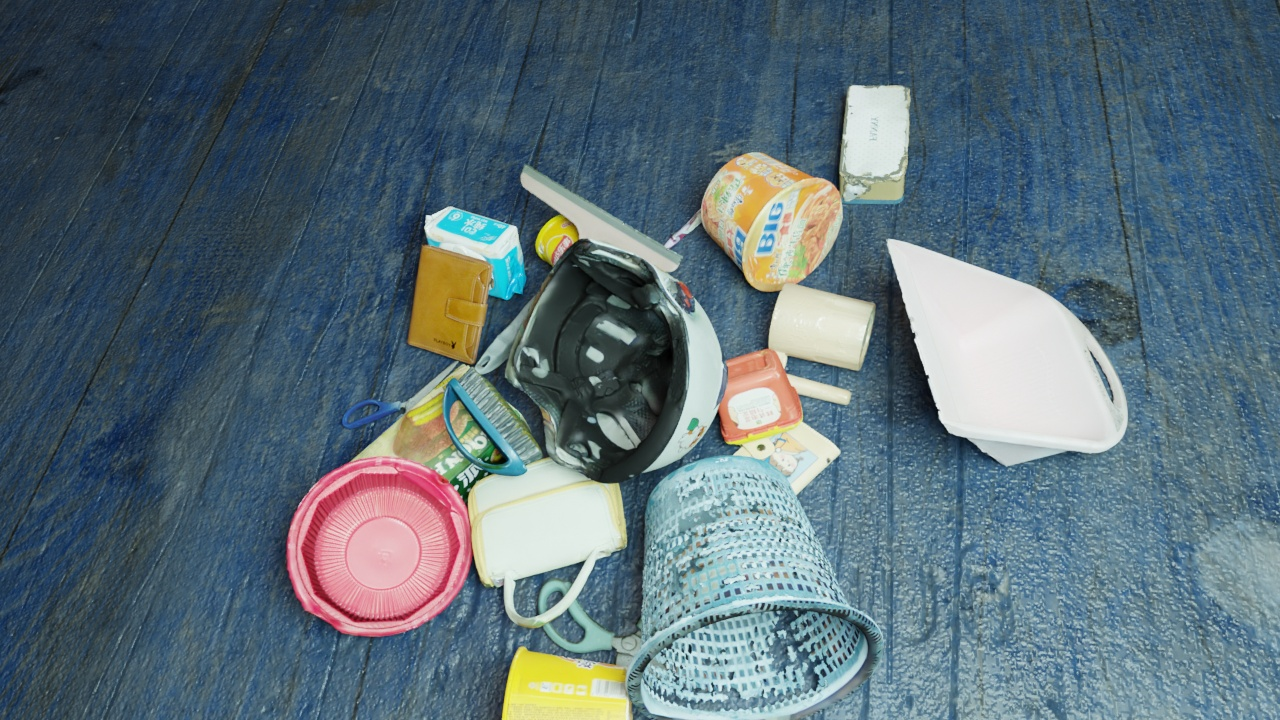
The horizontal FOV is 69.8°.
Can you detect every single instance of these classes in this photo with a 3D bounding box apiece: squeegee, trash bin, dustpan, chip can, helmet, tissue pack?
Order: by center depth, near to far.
[{"bbox_3d":[0.089,0.207,0.862,0.226,0.227,0.194,-13,44,4],"label":"trash bin"},{"bbox_3d":[0.382,-0.012,0.926,0.139,0.273,0.222,-25,56,26],"label":"dustpan"},{"bbox_3d":[-0.006,0.006,0.980,0.274,0.156,0.230,44,113,37],"label":"helmet"},{"bbox_3d":[-0.117,-0.080,1.106,0.248,0.040,0.249,34,82,20],"label":"squeegee"},{"bbox_3d":[-0.043,-0.101,1.151,0.072,0.072,0.213,-40,59,-13],"label":"chip can"},{"bbox_3d":[-0.216,-0.138,1.197,0.140,0.090,0.063,19,50,22],"label":"tissue pack"}]

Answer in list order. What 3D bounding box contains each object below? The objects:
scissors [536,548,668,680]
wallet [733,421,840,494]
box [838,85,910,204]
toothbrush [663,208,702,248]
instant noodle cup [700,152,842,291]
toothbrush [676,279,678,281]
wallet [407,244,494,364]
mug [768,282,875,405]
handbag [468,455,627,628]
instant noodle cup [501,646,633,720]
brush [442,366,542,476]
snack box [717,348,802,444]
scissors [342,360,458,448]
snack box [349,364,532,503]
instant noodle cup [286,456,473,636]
[{"bbox_3d":[-0.014,0.252,0.955,0.170,0.019,0.179,32,68,29],"label":"scissors"},{"bbox_3d":[0.148,0.111,1.005,0.115,0.024,0.087,-40,60,-17],"label":"wallet"},{"bbox_3d":[0.307,-0.289,1.202,0.090,0.059,0.183,6,58,15],"label":"box"},{"bbox_3d":[0.049,-0.167,1.203,0.187,0.017,0.016,-43,60,-14],"label":"toothbrush"},{"bbox_3d":[0.153,-0.175,1.117,0.151,0.151,0.111,-35,50,-10],"label":"instant noodle cup"},{"bbox_3d":[0.074,-0.028,1.111,0.021,0.029,0.189,-48,53,29],"label":"toothbrush"},{"bbox_3d":[-0.234,-0.069,1.158,0.119,0.035,0.131,18,104,23],"label":"wallet"},{"bbox_3d":[0.202,-0.019,1.048,0.104,0.084,0.124,14,87,19],"label":"mug"},{"bbox_3d":[-0.097,0.190,0.977,0.163,0.063,0.178,-16,51,3],"label":"handbag"},{"bbox_3d":[-0.064,0.338,0.849,0.110,0.138,0.137,2,58,2],"label":"instant noodle cup"},{"bbox_3d":[-0.171,0.074,1.004,0.073,0.055,0.144,-38,63,-13],"label":"brush"},{"bbox_3d":[0.124,0.039,1.006,0.091,0.080,0.081,-17,28,11],"label":"snack box"},{"bbox_3d":[-0.296,0.058,1.138,0.157,0.012,0.165,14,65,22],"label":"scissors"},{"bbox_3d":[-0.251,0.124,1.060,0.239,0.063,0.114,-43,60,-15],"label":"snack box"},{"bbox_3d":[-0.269,0.198,0.955,0.193,0.066,0.194,1,88,-16],"label":"instant noodle cup"}]
